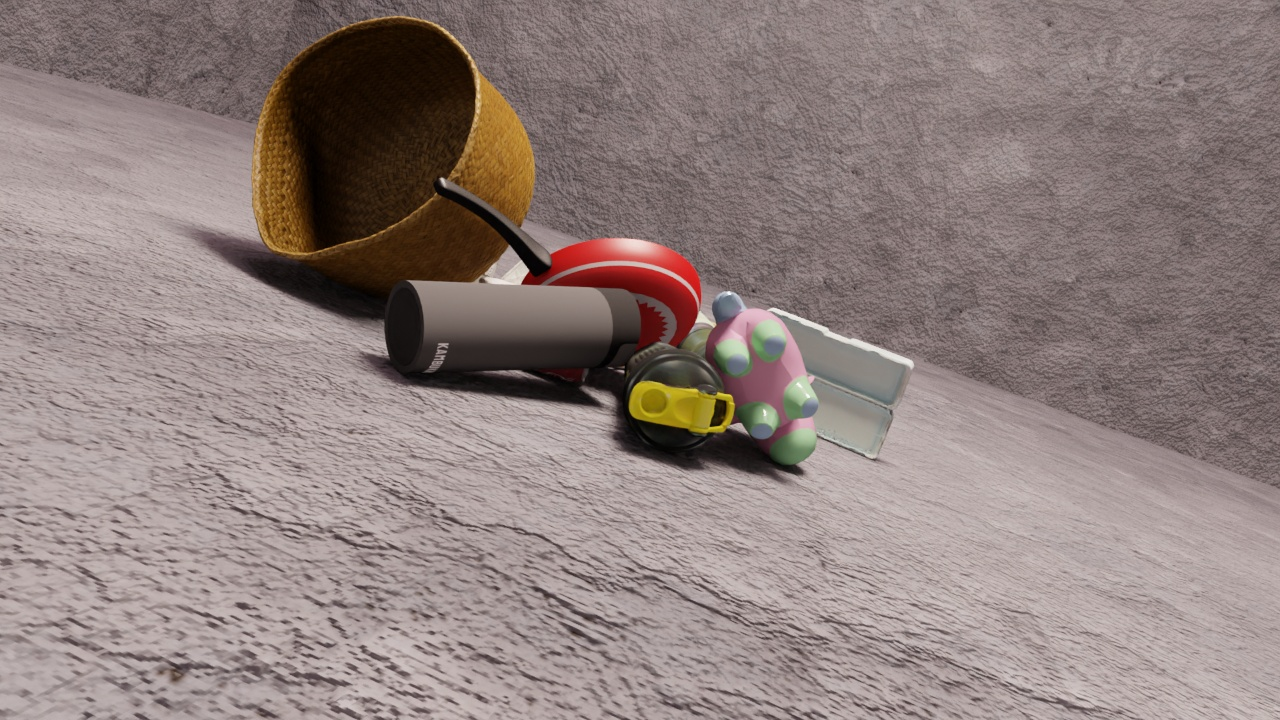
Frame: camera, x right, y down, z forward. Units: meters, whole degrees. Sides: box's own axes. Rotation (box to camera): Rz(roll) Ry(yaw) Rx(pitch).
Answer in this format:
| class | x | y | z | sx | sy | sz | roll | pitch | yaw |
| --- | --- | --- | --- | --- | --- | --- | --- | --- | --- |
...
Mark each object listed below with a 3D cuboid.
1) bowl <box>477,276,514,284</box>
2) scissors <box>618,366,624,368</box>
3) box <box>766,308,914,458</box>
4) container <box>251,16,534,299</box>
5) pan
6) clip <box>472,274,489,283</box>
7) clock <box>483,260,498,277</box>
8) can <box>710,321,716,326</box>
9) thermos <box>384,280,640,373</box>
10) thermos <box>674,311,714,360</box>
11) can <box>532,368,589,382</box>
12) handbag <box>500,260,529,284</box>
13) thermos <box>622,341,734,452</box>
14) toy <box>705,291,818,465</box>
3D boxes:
| class | x | y | z | sx | sy | sz | roll | pitch | yaw |
| --- | --- | --- | --- | --- | --- | --- | --- | --- | --- |
| bowl | -0.174 | -0.064 | 1.115 | 0.118 | 0.062 | 0.118 | 18 | 10 | -3 |
| scissors | -0.013 | 0.002 | 1.194 | 0.170 | 0.012 | 0.121 | 6 | 18 | -43 |
| box | 0.230 | 0.026 | 1.159 | 0.197 | 0.135 | 0.040 | 23 | 21 | 23 |
| container | -0.274 | -0.221 | 1.066 | 0.307 | 0.306 | 0.196 | 24 | -6 | 27 |
| pan | -0.081 | -0.088 | 0.998 | 0.356 | 0.209 | 0.067 | 29 | 45 | -42 |
| clip | -0.200 | -0.078 | 1.173 | 0.101 | 0.059 | 0.050 | 9 | 27 | -43 |
| clock | -0.220 | -0.134 | 1.215 | 0.065 | 0.115 | 0.154 | 15 | 35 | 3 |
| can | 0.099 | -0.031 | 1.469 | 0.116 | 0.056 | 0.092 | 21 | 11 | 14 |
| thermos | -0.115 | -0.032 | 0.880 | 0.240 | 0.082 | 0.082 | -1 | 21 | -39 |
| thermos | 0.053 | -0.050 | 1.352 | 0.082 | 0.082 | 0.231 | 13 | 23 | -30 |
| can | -0.101 | -0.013 | 0.995 | 0.096 | 0.054 | 0.054 | 19 | 10 | 2 |
| handbag | -0.094 | -0.084 | 1.277 | 0.195 | 0.073 | 0.138 | 20 | 36 | 16 |
| thermos | 0.027 | 0.028 | 0.912 | 0.098 | 0.098 | 0.221 | 18 | 5 | -6 |
| toy | 0.120 | 0.012 | 0.940 | 0.222 | 0.120 | 0.171 | 63 | 3 | -21 |
